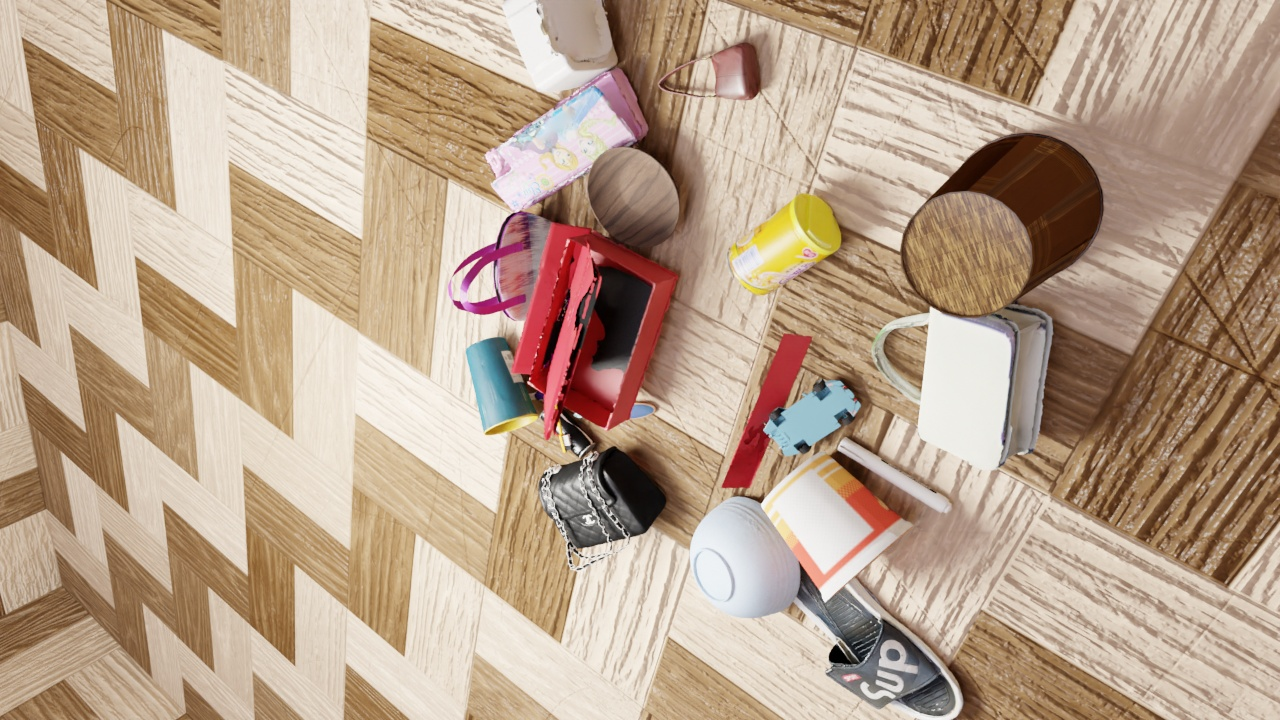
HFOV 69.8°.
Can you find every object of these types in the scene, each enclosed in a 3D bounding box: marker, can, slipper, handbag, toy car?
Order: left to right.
[{"bbox_3d":[-0.163,-0.104,1.117,0.068,0.169,0.145,17,120,31],"label":"handbag"},{"bbox_3d":[-0.099,0.095,1.254,0.080,0.031,0.032,45,131,13],"label":"can"},{"bbox_3d":[-0.068,0.191,1.210,0.154,0.114,0.125,-21,108,45],"label":"handbag"},{"bbox_3d":[0.066,-0.293,0.950,0.120,0.029,0.055,7,112,41],"label":"handbag"},{"bbox_3d":[0.146,-0.117,0.939,0.105,0.067,0.067,-34,88,42],"label":"can"},{"bbox_3d":[0.191,0.059,1.012,0.108,0.027,0.060,-38,97,27],"label":"toy car"},{"bbox_3d":[0.253,0.326,1.070,0.264,0.062,0.111,49,132,12],"label":"slipper"},{"bbox_3d":[0.272,0.124,0.985,0.133,0.020,0.017,32,125,22],"label":"marker"},{"bbox_3d":[0.302,0.005,0.887,0.176,0.073,0.151,25,125,50],"label":"handbag"}]

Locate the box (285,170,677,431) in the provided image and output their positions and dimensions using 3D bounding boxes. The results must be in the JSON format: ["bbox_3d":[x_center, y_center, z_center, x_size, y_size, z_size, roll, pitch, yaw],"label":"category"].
[{"bbox_3d":[-0.182,-0.071,1.085,0.425,0.127,0.213,16,116,-6],"label":"box"}]

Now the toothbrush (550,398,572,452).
[{"bbox_3d":[-0.121,0.027,1.226,0.031,0.031,0.196,-11,94,17],"label":"toothbrush"}]

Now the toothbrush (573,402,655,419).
[{"bbox_3d":[-0.035,0.067,1.201,0.135,0.017,0.021,-5,108,40],"label":"toothbrush"}]

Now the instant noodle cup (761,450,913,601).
[{"bbox_3d":[0.207,0.175,1.001,0.121,0.123,0.124,49,132,19],"label":"instant noodle cup"}]

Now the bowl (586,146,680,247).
[{"bbox_3d":[-0.002,-0.189,1.038,0.119,0.032,0.119,18,129,24],"label":"bowl"}]

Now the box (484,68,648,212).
[{"bbox_3d":[-0.098,-0.249,1.071,0.231,0.063,0.084,-20,98,41],"label":"box"}]

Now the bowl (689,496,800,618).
[{"bbox_3d":[0.112,0.248,1.109,0.151,0.074,0.151,23,120,46],"label":"bowl"}]

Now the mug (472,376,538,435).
[{"bbox_3d":[-0.195,0.033,1.261,0.078,0.078,0.121,-29,75,42],"label":"mug"}]

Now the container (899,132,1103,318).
[{"bbox_3d":[0.294,-0.108,0.760,0.132,0.166,0.132,17,120,31],"label":"container"}]

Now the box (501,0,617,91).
[{"bbox_3d":[-0.071,-0.358,0.973,0.102,0.102,0.108,-21,95,40],"label":"box"}]

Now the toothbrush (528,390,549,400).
[{"bbox_3d":[-0.136,0.048,1.271,0.187,0.015,0.016,-9,104,41],"label":"toothbrush"}]
